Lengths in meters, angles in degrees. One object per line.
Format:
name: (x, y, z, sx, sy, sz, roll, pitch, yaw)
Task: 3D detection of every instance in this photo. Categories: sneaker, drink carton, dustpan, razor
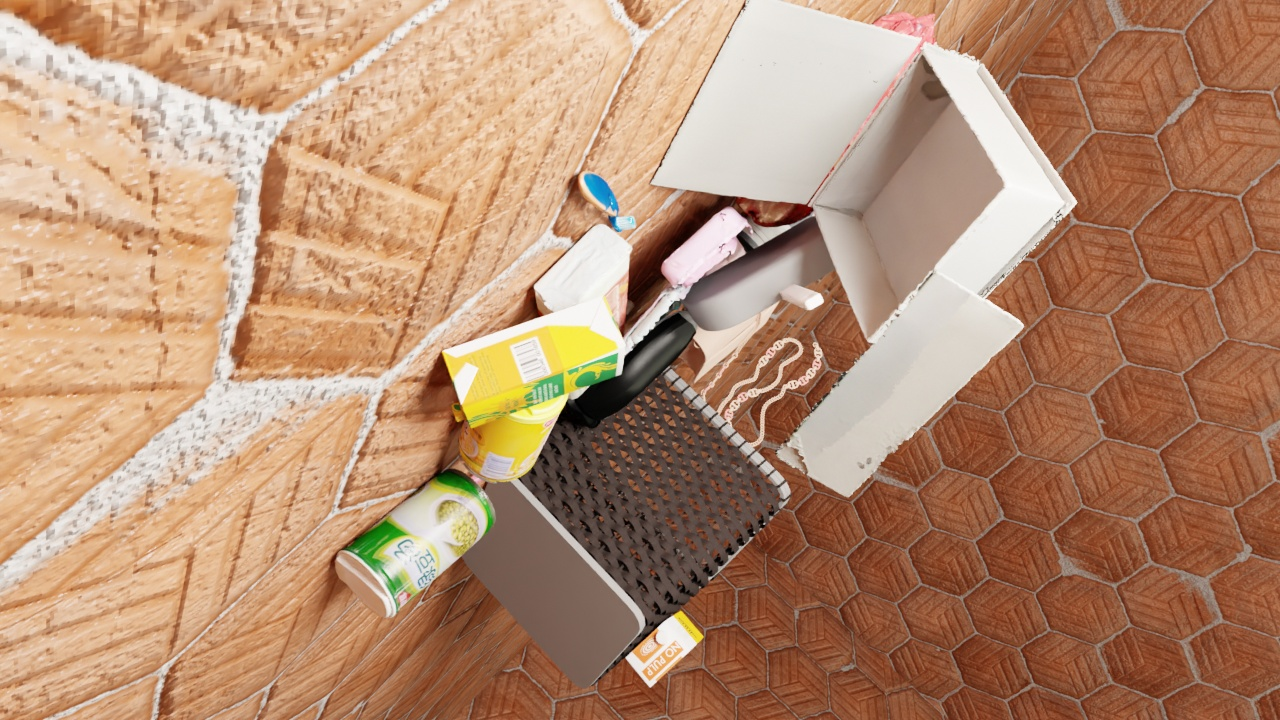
sneaker: (0.187, -0.158, 1.094, 0.124, 0.089, 0.239, -47, 167, 10)
drink carton: (-0.075, 0.003, 0.635, 0.122, 0.041, 0.058, -20, 163, -11)
dustpan: (0.121, -0.076, 0.827, 0.163, 0.033, 0.257, -30, -171, 2)
drink carton: (0.028, 0.320, 1.024, 0.058, 0.040, 0.122, -43, 165, 1)
razor: (-0.006, 0.005, 0.938, 0.156, 0.057, 0.060, -34, -148, 14)

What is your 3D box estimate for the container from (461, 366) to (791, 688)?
container: (-0.029, 0.186, 1.055, 0.242, 0.245, 0.248, -35, 164, -39)

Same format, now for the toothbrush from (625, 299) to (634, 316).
toothbrush: (-0.068, 0.014, 0.882, 0.187, 0.017, 0.012, -48, -170, -1)

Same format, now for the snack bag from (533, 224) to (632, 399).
snack bag: (-0.046, -0.031, 0.755, 0.077, 0.041, 0.225, -46, 168, -15)

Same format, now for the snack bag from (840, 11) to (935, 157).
snack bag: (0.245, -0.276, 0.948, 0.082, 0.082, 0.177, -44, 168, -22)

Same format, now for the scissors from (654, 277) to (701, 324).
scissors: (0.035, -0.066, 1.003, 0.118, 0.019, 0.148, -47, 171, -7)

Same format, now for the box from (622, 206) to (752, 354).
box: (0.036, -0.077, 0.825, 0.154, 0.041, 0.201, -43, -177, 12)

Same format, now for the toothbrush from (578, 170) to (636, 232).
toothbrush: (-0.022, -0.107, 0.632, 0.017, 0.021, 0.135, -8, 174, 9)

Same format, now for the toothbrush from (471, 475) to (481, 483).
toothbrush: (-0.152, 0.107, 0.880, 0.134, 0.016, 0.022, -41, 167, -32)

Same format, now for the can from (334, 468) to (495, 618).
can: (-0.185, 0.150, 0.761, 0.120, 0.067, 0.067, -40, 167, -38)

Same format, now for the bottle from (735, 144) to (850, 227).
bottle: (0.145, -0.170, 0.871, 0.099, 0.099, 0.111, -53, 166, 25)

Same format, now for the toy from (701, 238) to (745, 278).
toy: (0.091, -0.096, 1.004, 0.053, 0.099, 0.096, -8, -168, -1)

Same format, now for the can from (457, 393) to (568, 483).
can: (-0.102, 0.043, 0.718, 0.067, 0.067, 0.105, -39, 166, -40)

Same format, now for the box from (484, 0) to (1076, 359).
box: (0.094, -0.206, 0.697, 0.164, 0.446, 0.168, -47, 172, -48)

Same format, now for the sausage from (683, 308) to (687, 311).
sausage: (0.061, -0.057, 1.138, 0.020, 0.020, 0.156, -42, 168, -32)

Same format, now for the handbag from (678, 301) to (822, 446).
handbag: (0.165, -0.014, 1.249, 0.198, 0.187, 0.117, -39, 174, -21)
